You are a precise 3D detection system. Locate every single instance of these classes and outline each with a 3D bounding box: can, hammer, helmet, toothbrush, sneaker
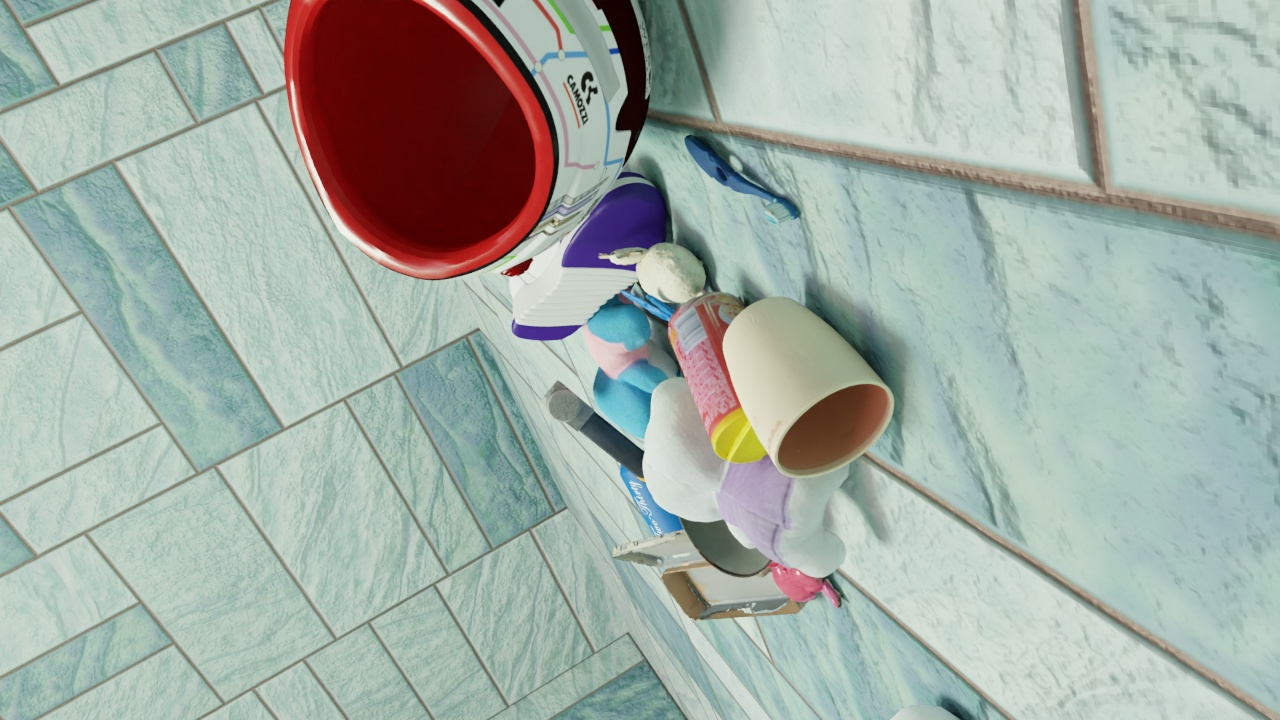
[{"bbox_3d":[0.035,0.185,1.233,0.146,0.079,0.079,60,167,4],"label":"can"},{"bbox_3d":[0.016,0.131,1.039,0.312,0.035,0.139,39,178,-8],"label":"hammer"},{"bbox_3d":[0.069,0.011,0.703,0.067,0.066,0.124,78,173,-53],"label":"can"},{"bbox_3d":[-0.106,-0.201,0.631,0.231,0.235,0.315,30,146,-4],"label":"helmet"},{"bbox_3d":[0.062,-0.124,0.620,0.132,0.016,0.021,48,159,44],"label":"toothbrush"},{"bbox_3d":[-0.057,-0.119,0.875,0.245,0.091,0.111,-41,50,47],"label":"sneaker"}]

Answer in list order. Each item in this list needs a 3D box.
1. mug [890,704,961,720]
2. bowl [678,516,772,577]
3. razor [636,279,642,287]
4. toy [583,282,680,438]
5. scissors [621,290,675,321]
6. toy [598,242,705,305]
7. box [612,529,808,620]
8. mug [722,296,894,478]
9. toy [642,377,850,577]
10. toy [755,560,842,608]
[{"bbox_3d":[0.245,0.331,0.741,0.090,0.076,0.124,63,167,-6],"label":"mug"},{"bbox_3d":[0.097,0.122,0.861,0.151,0.056,0.151,17,112,50],"label":"bowl"},{"bbox_3d":[-0.021,-0.136,0.903,0.044,0.021,0.144,15,133,57],"label":"razor"},{"bbox_3d":[-0.006,0.006,0.970,0.224,0.099,0.192,-120,13,-51],"label":"toy"},{"bbox_3d":[0.037,-0.034,0.825,0.125,0.014,0.130,30,174,13],"label":"scissors"},{"bbox_3d":[0.022,-0.075,0.791,0.112,0.050,0.087,39,171,-10],"label":"toy"},{"bbox_3d":[0.076,0.231,1.023,0.156,0.071,0.217,31,151,-19],"label":"box"},{"bbox_3d":[0.112,0.018,0.615,0.111,0.085,0.104,33,-160,-45],"label":"mug"},{"bbox_3d":[0.076,0.099,0.766,0.209,0.085,0.138,23,125,46],"label":"toy"},{"bbox_3d":[0.150,0.204,0.902,0.102,0.050,0.066,29,158,-12],"label":"toy"}]
